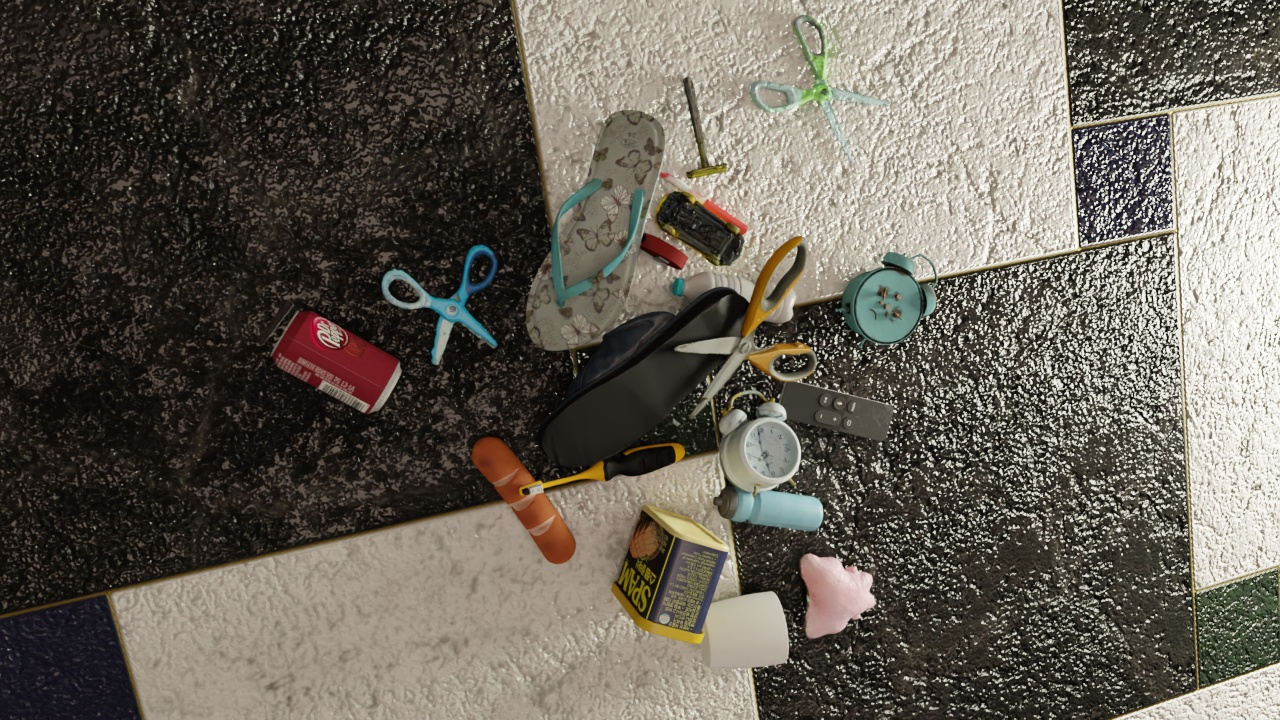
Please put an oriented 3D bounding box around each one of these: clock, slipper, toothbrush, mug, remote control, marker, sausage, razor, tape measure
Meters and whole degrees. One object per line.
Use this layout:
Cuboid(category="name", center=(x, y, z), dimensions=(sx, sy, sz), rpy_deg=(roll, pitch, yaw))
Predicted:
Cuboid(category="clock", center=(0.131, 0.091, 1.030), dimensions=(0.083, 0.057, 0.117), rpy_deg=(-12, 79, -21))
Cuboid(category="slipper", center=(-0.006, 0.006, 0.980), dimensions=(0.265, 0.083, 0.109), rpy_deg=(-40, 139, -5))
Cuboid(category="clock", center=(0.287, -0.074, 1.055), dimensions=(0.124, 0.053, 0.090), rpy_deg=(-38, 106, -7))
Cuboid(category="toothbrush", center=(-0.038, 0.119, 0.993), dimensions=(0.196, 0.031, 0.031), rpy_deg=(-11, 102, -25))
Cuboid(category="mug", center=(0.114, 0.324, 1.061), dimensions=(0.087, 0.080, 0.114), rpy_deg=(-6, 130, -8))
Cuboid(category="slipper", center=(-0.040, -0.131, 0.946), dimensions=(0.098, 0.054, 0.268), rpy_deg=(23, 90, 3))
Cuboid(category="remote control", center=(0.231, 0.060, 1.082), dimensions=(0.146, 0.008, 0.045), rpy_deg=(14, 94, -16))
Cuboid(category="marker", center=(0.059, -0.180, 1.000), dimensions=(0.142, 0.013, 0.013), rpy_deg=(32, 89, -17))
Cuboid(category="sausage", center=(-0.123, 0.148, 0.981), dimensions=(0.039, 0.044, 0.164), rpy_deg=(-31, 105, 11))
Cuboid(category="razor", center=(0.061, -0.251, 0.986), dimensions=(0.042, 0.026, 0.106), rpy_deg=(-14, 97, -11))
Cuboid(category="tape measure", center=(0.021, -0.116, 0.978), dimensions=(0.059, 0.051, 0.019), rpy_deg=(30, 89, -17))

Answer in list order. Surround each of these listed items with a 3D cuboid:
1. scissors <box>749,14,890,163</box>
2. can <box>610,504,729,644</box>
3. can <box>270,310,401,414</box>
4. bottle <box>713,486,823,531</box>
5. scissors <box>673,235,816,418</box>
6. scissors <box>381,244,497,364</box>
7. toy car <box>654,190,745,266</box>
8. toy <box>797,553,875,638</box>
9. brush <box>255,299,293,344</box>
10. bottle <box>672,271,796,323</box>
Cuboid(category="scissors", center=(0.197, -0.295, 1.023), dimensions=(0.165, 0.024, 0.171), rpy_deg=(-28, 102, -15))
Cuboid(category="can", center=(0.031, 0.226, 0.988), dimensions=(0.075, 0.135, 0.104), rpy_deg=(19, 90, -17))
Cuboid(category="can", center=(-0.298, 0.002, 0.903), dimensions=(0.114, 0.063, 0.063), rpy_deg=(31, 89, -17))
Cuboid(category="bottle", center=(0.145, 0.170, 1.059), dimensions=(0.130, 0.040, 0.040), rpy_deg=(10, 95, -16))
Cuboid(category="scissors", center=(0.131, -0.023, 0.988), dimensions=(0.229, 0.016, 0.225), rpy_deg=(24, 103, -46))
Cuboid(category="scissors", center=(-0.194, -0.065, 0.949), dimensions=(0.134, 0.011, 0.140), rpy_deg=(40, 85, -14))
Cuboid(category="toy car", center=(0.065, -0.142, 0.997), dimensions=(0.107, 0.030, 0.049), rpy_deg=(33, 87, -15))
Cuboid(category="toy", center=(0.232, 0.277, 1.092), dimensions=(0.093, 0.050, 0.102), rpy_deg=(-8, 97, -11))
Cuboid(category="brush", center=(-0.336, -0.035, 0.846), dimensions=(0.008, 0.143, 0.045), rpy_deg=(37, 78, -18))
Cuboid(category="bottle", center=(0.102, -0.071, 1.010), dimensions=(0.136, 0.044, 0.044), rpy_deg=(8, 96, -16))
